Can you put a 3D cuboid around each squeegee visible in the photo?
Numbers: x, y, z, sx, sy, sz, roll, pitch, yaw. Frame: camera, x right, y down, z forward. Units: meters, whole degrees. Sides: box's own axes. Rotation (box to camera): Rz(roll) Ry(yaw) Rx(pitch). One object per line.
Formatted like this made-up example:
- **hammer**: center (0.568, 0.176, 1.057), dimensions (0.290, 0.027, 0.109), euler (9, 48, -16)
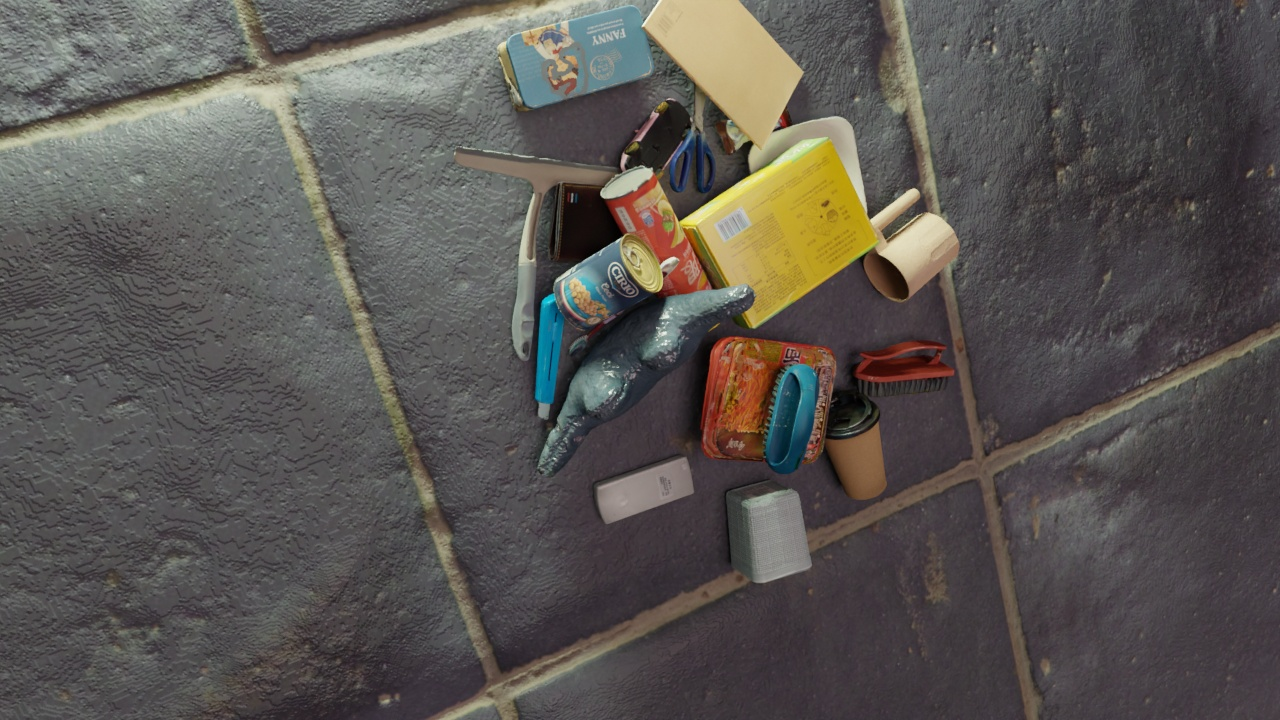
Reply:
- **squeegee**: center (-0.132, -0.122, 1.107), dimensions (0.246, 0.039, 0.247), euler (-2, 108, -39)

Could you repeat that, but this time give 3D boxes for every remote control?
- **remote control**: center (0.004, 0.170, 1.218), dimensions (0.135, 0.019, 0.056), euler (-17, 105, -17)

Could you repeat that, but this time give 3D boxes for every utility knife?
- **utility knife**: center (-0.113, -0.002, 1.131), dimensions (0.034, 0.018, 0.166), euler (-11, 117, -42)

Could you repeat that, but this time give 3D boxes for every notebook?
- **notebook**: center (0.107, -0.382, 1.133), dimensions (0.211, 0.012, 0.149), euler (40, 61, -22)

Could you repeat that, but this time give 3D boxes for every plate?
- **plate**: center (0.219, -0.231, 1.221), dimensions (0.163, 0.034, 0.164), euler (-18, 105, -17)

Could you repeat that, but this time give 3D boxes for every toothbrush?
- **toothbrush**: center (-0.023, -0.064, 1.119), dimensions (0.188, 0.017, 0.016), euler (-39, 112, 23)

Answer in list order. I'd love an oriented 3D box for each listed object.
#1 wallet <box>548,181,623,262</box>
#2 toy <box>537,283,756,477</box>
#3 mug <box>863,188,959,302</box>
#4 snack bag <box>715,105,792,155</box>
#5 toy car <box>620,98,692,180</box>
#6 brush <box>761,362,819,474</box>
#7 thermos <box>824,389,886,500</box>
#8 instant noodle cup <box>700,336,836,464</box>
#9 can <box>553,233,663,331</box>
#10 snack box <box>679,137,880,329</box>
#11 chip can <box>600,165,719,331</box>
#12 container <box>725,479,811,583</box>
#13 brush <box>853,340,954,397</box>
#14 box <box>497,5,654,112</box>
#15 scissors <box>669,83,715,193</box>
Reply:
- **wallet**: center (-0.055, -0.166, 1.114), dimensions (0.122, 0.020, 0.096), euler (-4, 109, -41)
- **toy**: center (-0.007, 0.006, 1.113), dimensions (0.091, 0.137, 0.357), euler (38, 112, -26)
- **mug**: center (0.365, -0.159, 1.263), dimensions (0.103, 0.084, 0.124), euler (-38, 111, -14)
- **snack bag**: center (0.147, -0.304, 1.186), dimensions (0.105, 0.026, 0.045), euler (-27, 109, -13)
- **toy car**: center (0.018, -0.269, 1.138), dimensions (0.056, 0.037, 0.122), euler (43, 70, -28)
- **brush**: center (0.193, 0.076, 1.159), dimensions (0.055, 0.073, 0.144), euler (10, 98, -13)
- **thermos**: center (0.301, 0.121, 1.289), dimensions (0.093, 0.093, 0.143), euler (-29, 116, -14)
- **instant noodle cup**: center (0.160, 0.052, 1.224), dimensions (0.188, 0.079, 0.164), euler (6, 97, -23)
- **can**: center (-0.040, -0.090, 1.082), dimensions (0.111, 0.075, 0.075), euler (-27, 114, 30)
- **snack box**: center (0.176, -0.161, 1.162), dimensions (0.210, 0.070, 0.158), euler (-34, 108, -8)
- **chip can**: center (0.029, -0.129, 1.129), dimensions (0.073, 0.073, 0.217), euler (-38, 120, -11)
- **container**: center (0.172, 0.230, 1.257), dimensions (0.090, 0.090, 0.111), euler (-12, 99, -19)
- **brush**: center (0.369, 0.009, 1.305), dimensions (0.145, 0.063, 0.069), euler (-5, 113, -18)
- **box**: center (-0.070, -0.355, 1.078), dimensions (0.184, 0.059, 0.090), euler (-22, 107, -14)
- **scissors**: center (0.065, -0.286, 1.138), dimensions (0.146, 0.012, 0.169), euler (-46, 132, -30)
